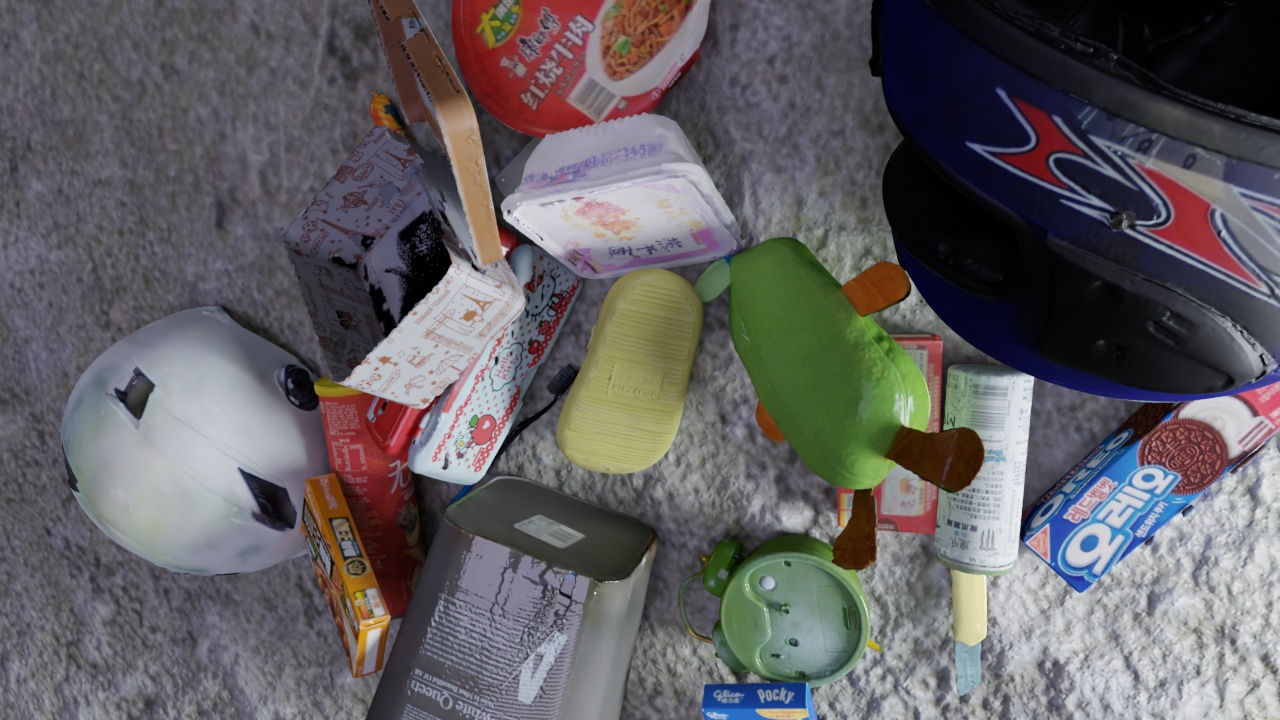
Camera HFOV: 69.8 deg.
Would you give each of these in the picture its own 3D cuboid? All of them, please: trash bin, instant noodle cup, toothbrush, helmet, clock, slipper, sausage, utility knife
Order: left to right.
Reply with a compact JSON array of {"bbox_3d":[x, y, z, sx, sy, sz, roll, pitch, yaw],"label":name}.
[{"bbox_3d":[-0.396,0.088,0.806,0.229,0.145,0.258,-41,90,20],"label":"helmet"},{"bbox_3d":[-0.183,-0.147,0.758,0.021,0.021,0.165,-24,96,19],"label":"sausage"},{"bbox_3d":[-0.116,0.070,0.796,0.016,0.014,0.190,45,111,3],"label":"toothbrush"},{"bbox_3d":[-0.096,0.230,0.741,0.199,0.198,0.220,19,101,10],"label":"trash bin"},{"bbox_3d":[-0.036,-0.244,0.656,0.194,0.065,0.193,-1,87,19],"label":"instant noodle cup"},{"bbox_3d":[-0.007,-0.116,0.651,0.138,0.173,0.060,-8,78,17],"label":"instant noodle cup"},{"bbox_3d":[-0.004,0.004,0.717,0.091,0.081,0.191,16,123,-6],"label":"slipper"},{"bbox_3d":[0.109,0.199,0.742,0.161,0.056,0.116,-6,101,16],"label":"clock"},{"bbox_3d":[0.253,0.172,0.714,0.031,0.020,0.195,-2,95,17],"label":"utility knife"},{"bbox_3d":[0.262,-0.105,0.528,0.315,0.246,0.241,20,143,4],"label":"helmet"}]

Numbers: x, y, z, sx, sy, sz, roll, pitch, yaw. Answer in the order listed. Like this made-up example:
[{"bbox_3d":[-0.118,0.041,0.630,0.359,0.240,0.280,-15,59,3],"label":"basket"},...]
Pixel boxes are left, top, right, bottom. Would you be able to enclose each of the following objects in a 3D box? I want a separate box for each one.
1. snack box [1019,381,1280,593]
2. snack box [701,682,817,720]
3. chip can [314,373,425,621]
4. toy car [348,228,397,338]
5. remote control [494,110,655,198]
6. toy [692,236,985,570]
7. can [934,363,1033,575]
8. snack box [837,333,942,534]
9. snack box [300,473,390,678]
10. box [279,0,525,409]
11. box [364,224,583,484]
[{"bbox_3d":[0.361,0.072,0.642,0.058,0.057,0.208,42,110,6],"label":"snack box"},{"bbox_3d":[0.108,0.324,0.757,0.085,0.026,0.157,-7,124,17],"label":"snack box"},{"bbox_3d":[-0.232,0.117,0.807,0.073,0.073,0.217,-3,102,16],"label":"chip can"},{"bbox_3d":[-0.219,-0.053,0.784,0.054,0.036,0.120,-4,92,18],"label":"toy car"},{"bbox_3d":[-0.053,-0.165,0.719,0.135,0.019,0.056,-41,90,20],"label":"remote control"},{"bbox_3d":[0.130,0.010,0.641,0.246,0.089,0.228,62,148,23],"label":"toy"},{"bbox_3d":[0.248,0.077,0.665,0.058,0.058,0.147,4,97,14],"label":"can"},{"bbox_3d":[0.189,0.056,0.702,0.075,0.025,0.153,1,103,15],"label":"snack box"},{"bbox_3d":[-0.240,0.171,0.742,0.153,0.026,0.075,54,139,36],"label":"snack box"},{"bbox_3d":[-0.157,-0.111,0.639,0.179,0.130,0.273,59,137,33],"label":"box"},{"bbox_3d":[-0.129,-0.004,0.741,0.101,0.095,0.201,25,94,-35],"label":"box"}]
